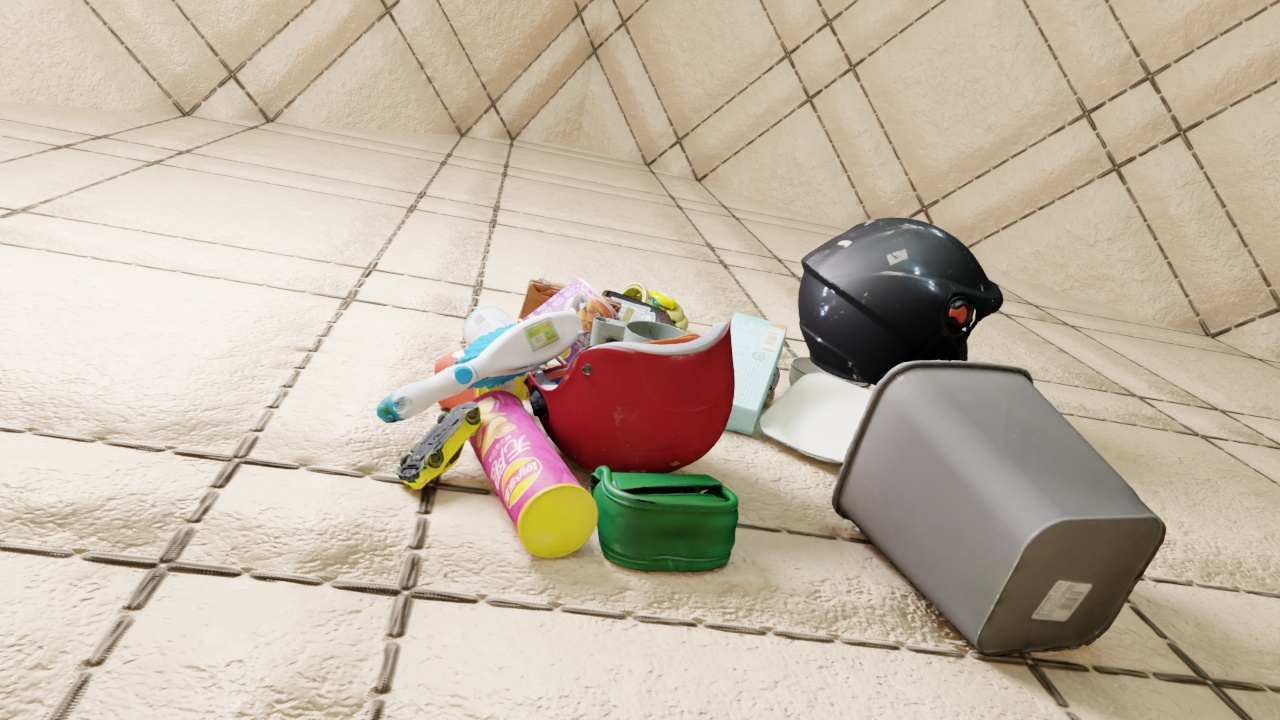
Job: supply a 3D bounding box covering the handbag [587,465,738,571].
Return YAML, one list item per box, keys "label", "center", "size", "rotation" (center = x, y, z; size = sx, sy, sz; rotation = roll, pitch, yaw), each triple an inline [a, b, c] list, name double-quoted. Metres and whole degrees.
- label: "handbag"
  center: [0.020, 0.141, 0.851]
  size: [0.131, 0.068, 0.120]
  rotation: [5, 12, -16]

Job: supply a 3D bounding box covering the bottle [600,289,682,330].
- label: "bottle"
  center: [0.022, -0.038, 1.360]
  size: [0.195, 0.044, 0.079]
  rotation: [22, 61, 3]

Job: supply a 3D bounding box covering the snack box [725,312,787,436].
- label: "snack box"
  center: [0.134, 0.015, 1.195]
  size: [0.074, 0.052, 0.174]
  rotation: [15, 46, 12]

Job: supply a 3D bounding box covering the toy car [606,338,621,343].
- label: "toy car"
  center: [0.000, 0.007, 1.239]
  size: [0.120, 0.053, 0.045]
  rotation: [28, 0, 24]

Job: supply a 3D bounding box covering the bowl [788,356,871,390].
- label: "bowl"
  center: [0.258, 0.042, 1.281]
  size: [0.113, 0.062, 0.113]
  rotation: [12, 17, -4]

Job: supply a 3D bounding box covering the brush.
- label: "brush"
  center: [-0.162, 0.008, 0.912]
  size: [0.110, 0.060, 0.313]
  rotation: [-20, 6, 41]

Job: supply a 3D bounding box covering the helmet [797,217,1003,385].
- label: "helmet"
  center: [0.346, -0.085, 1.253]
  size: [0.275, 0.230, 0.233]
  rotation: [-29, 24, 0]

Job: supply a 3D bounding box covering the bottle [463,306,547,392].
- label: "bottle"
  center: [-0.166, -0.011, 1.162]
  size: [0.068, 0.068, 0.189]
  rotation: [0, 22, -31]

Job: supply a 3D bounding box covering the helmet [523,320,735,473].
- label: "helmet"
  center: [-0.009, 0.051, 0.963]
  size: [0.206, 0.144, 0.241]
  rotation: [-13, 0, -36]

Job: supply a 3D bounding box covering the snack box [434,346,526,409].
- label: "snack box"
  center: [-0.184, 0.020, 1.047]
  size: [0.080, 0.082, 0.091]
  rotation: [10, 17, 25]

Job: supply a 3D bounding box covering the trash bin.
- label: "trash bin"
  center: [0.329, 0.139, 0.857]
  size: [0.198, 0.199, 0.219]
  rotation: [2, 30, -22]

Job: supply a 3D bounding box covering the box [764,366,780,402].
- label: "box"
  center: [0.108, 0.026, 1.277]
  size: [0.163, 0.081, 0.074]
  rotation: [17, 48, 9]

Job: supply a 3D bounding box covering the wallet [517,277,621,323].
- label: "wallet"
  center: [-0.099, -0.071, 1.282]
  size: [0.130, 0.119, 0.035]
  rotation: [14, 56, -9]

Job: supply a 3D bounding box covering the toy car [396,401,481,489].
- label: "toy car"
  center: [-0.188, 0.081, 0.879]
  size: [0.048, 0.032, 0.105]
  rotation: [-9, 35, 42]

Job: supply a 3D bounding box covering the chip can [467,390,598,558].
- label: "chip can"
  center: [-0.111, 0.099, 0.867]
  size: [0.071, 0.071, 0.210]
  rotation: [2, 21, -26]

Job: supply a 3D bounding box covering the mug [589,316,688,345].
- label: "mug"
  center: [-0.007, 0.007, 1.154]
  size: [0.124, 0.103, 0.083]
  rotation: [12, 19, 3]

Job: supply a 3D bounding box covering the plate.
- label: "plate"
  center: [0.246, 0.082, 1.148]
  size: [0.164, 0.034, 0.163]
  rotation: [20, 38, 31]

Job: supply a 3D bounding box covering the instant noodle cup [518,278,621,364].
- label: "instant noodle cup"
  center: [-0.086, -0.046, 1.193]
  size: [0.111, 0.099, 0.111]
  rotation: [45, -3, 3]

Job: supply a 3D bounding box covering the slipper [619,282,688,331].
- label: "slipper"
  center: [-0.001, -0.078, 1.445]
  size: [0.190, 0.082, 0.092]
  rotation: [-6, 28, -37]
